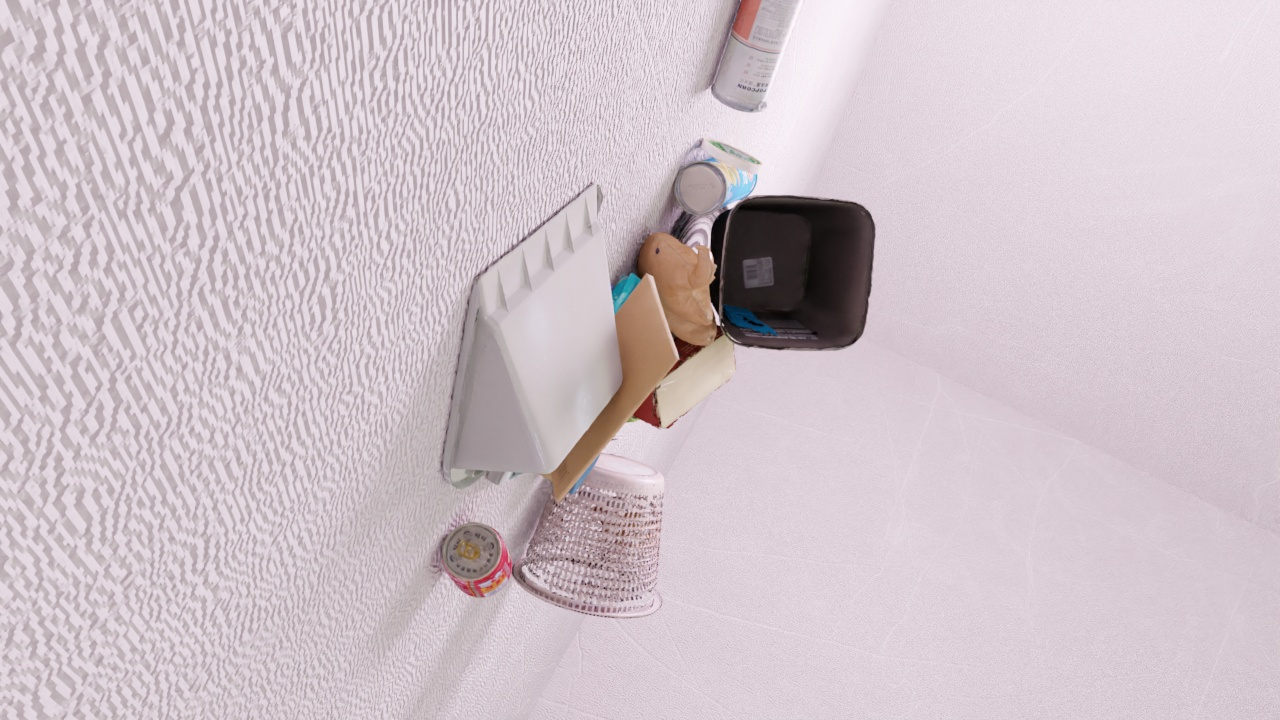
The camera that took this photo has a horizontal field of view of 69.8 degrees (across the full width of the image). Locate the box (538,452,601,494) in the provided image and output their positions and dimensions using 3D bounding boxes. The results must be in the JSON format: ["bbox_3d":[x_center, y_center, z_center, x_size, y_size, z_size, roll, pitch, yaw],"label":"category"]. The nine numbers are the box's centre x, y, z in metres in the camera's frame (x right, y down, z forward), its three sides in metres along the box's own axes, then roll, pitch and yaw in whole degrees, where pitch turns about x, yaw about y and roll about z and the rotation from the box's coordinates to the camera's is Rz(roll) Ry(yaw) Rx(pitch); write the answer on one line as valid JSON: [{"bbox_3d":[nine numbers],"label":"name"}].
[{"bbox_3d":[-0.079,0.092,1.190,0.089,0.061,0.185,-53,165,-46],"label":"box"}]

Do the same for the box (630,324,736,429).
[{"bbox_3d":[0.062,0.021,1.266,0.167,0.080,0.091,-35,131,-34],"label":"box"}]

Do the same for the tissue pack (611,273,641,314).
[{"bbox_3d":[-0.024,-0.044,1.137,0.093,0.050,0.133,-58,170,-15],"label":"tissue pack"}]

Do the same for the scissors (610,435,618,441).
[{"bbox_3d":[-0.069,0.121,1.362,0.146,0.014,0.172,-15,172,-28],"label":"scissors"}]

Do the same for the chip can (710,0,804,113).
[{"bbox_3d":[0.144,-0.392,1.029,0.071,0.071,0.215,-53,166,-49],"label":"chip can"}]

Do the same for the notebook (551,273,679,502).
[{"bbox_3d":[-0.039,0.027,0.956,0.212,0.012,0.149,-51,-149,25],"label":"notebook"}]

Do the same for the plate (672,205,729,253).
[{"bbox_3d":[0.078,-0.159,1.370,0.178,0.024,0.180,-42,147,-36],"label":"plate"}]

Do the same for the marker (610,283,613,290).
[{"bbox_3d":[-0.071,-0.025,1.031,0.145,0.017,0.017,-62,171,-9],"label":"marker"}]

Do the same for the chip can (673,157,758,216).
[{"bbox_3d":[0.106,-0.242,1.243,0.071,0.071,0.209,-67,170,21],"label":"chip can"}]

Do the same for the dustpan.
[{"bbox_3d":[-0.119,-0.003,0.851,0.222,0.143,0.258,-52,137,-51],"label":"dustpan"}]

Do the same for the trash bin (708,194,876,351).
[{"bbox_3d":[0.188,-0.126,1.267,0.219,0.199,0.199,-123,-143,-78],"label":"trash bin"}]

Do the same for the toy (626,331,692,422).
[{"bbox_3d":[0.007,0.019,1.341,0.246,0.090,0.227,-48,164,-15],"label":"toy"}]

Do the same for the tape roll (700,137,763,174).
[{"bbox_3d":[0.120,-0.267,1.197,0.014,0.086,0.085,-66,171,21],"label":"tape roll"}]

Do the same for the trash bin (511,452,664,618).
[{"bbox_3d":[-0.057,0.241,1.334,0.227,0.227,0.192,-12,115,-79],"label":"trash bin"}]

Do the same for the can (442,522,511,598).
[{"bbox_3d":[-0.172,0.211,0.970,0.066,0.066,0.094,-60,170,-21],"label":"can"}]

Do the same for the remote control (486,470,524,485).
[{"bbox_3d":[-0.134,0.104,1.035,0.056,0.019,0.135,-64,171,6],"label":"remote control"}]

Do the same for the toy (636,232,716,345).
[{"bbox_3d":[0.048,-0.100,1.137,0.082,0.143,0.226,-42,166,-9],"label":"toy"}]
